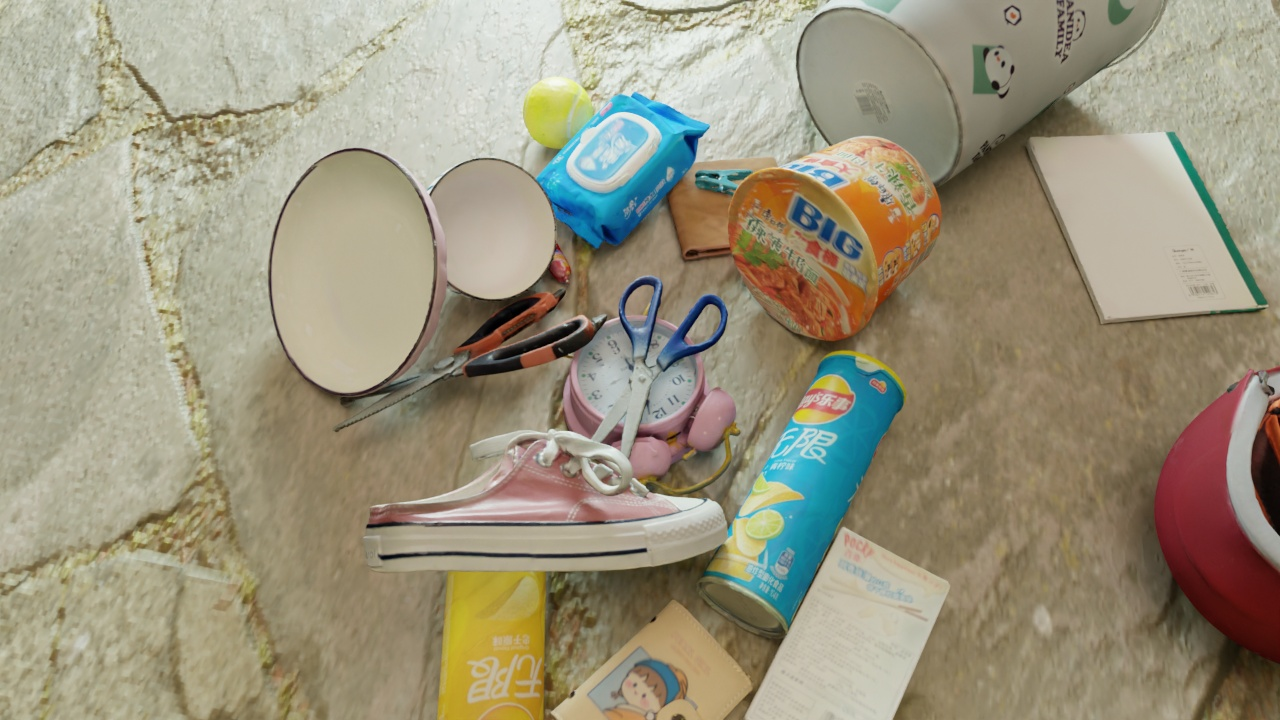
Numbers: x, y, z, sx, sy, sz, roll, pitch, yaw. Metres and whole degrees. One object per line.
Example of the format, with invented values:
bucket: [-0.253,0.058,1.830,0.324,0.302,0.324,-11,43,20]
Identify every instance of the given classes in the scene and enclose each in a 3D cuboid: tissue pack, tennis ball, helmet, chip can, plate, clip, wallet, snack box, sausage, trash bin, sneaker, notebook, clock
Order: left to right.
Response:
plate: [-0.217,-0.068,0.721,0.193,0.039,0.192,0,90,32]
chip can: [-0.097,0.193,0.602,0.072,0.072,0.213,-2,59,-3]
sausage: [-0.098,-0.124,0.820,0.020,0.020,0.155,-26,64,-16]
tennis ball: [-0.077,-0.231,0.857,0.065,0.066,0.065,1,59,-1]
sneaker: [-0.052,0.087,0.583,0.240,0.118,0.087,3,80,-25]
tissue pack: [-0.018,-0.177,0.819,0.095,0.052,0.157,36,76,25]
clock: [0.007,0.035,0.704,0.117,0.060,0.158,-26,63,-17]
wallet: [0.011,0.229,0.613,0.115,0.024,0.087,-37,62,-22]
clip: [0.076,-0.161,0.827,0.055,0.013,0.037,3,58,-4]
wallet: [0.083,-0.141,0.835,0.115,0.020,0.101,-9,61,-9]
chip can: [0.120,0.092,0.666,0.071,0.071,0.209,27,62,14]
snack box: [0.142,0.200,0.629,0.085,0.027,0.156,28,62,15]
trash bin: [0.292,-0.296,0.821,0.251,0.230,0.229,-40,68,-17]
notebook: [0.457,-0.128,0.839,0.150,0.012,0.208,-4,60,-4]
helmet: [0.461,0.114,0.624,0.239,0.144,0.206,-3,59,-20]

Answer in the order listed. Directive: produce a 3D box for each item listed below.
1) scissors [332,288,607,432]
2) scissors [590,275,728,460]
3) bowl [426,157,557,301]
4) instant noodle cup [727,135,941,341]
scissors: [-0.130,-0.003,0.717,0.189,0.015,0.223,2,35,38]
scissors: [0.013,0.007,0.679,0.144,0.012,0.170,-9,59,-5]
bowl: [-0.135,-0.108,0.770,0.116,0.066,0.116,-2,95,-29]
instant noodle cup: [0.163,-0.106,0.748,0.111,0.152,0.151,-34,65,-28]
